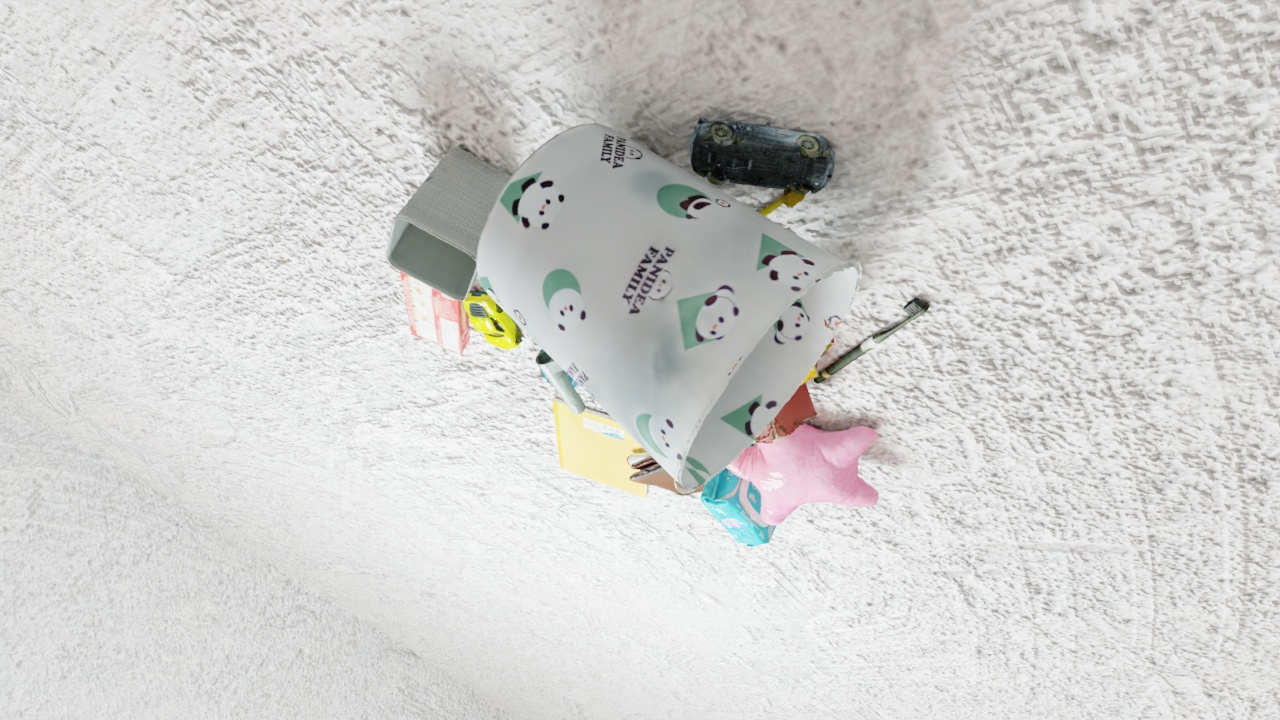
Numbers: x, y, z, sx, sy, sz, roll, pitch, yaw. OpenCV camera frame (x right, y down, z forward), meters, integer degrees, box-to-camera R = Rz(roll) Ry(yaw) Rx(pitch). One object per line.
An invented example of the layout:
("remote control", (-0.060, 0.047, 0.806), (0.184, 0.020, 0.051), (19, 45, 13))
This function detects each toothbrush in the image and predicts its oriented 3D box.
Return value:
("toothbrush", (0.227, -0.017, 0.927), (0.017, 0.012, 0.186), (35, 147, -6))
("toothbrush", (0.092, -0.118, 0.859), (0.015, 0.016, 0.191), (35, 147, -17))

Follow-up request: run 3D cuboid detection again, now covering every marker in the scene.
("marker", (0.040, 0.127, 1.244), (0.146, 0.017, 0.017), (-13, 133, 38))

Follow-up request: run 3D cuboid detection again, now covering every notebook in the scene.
("notebook", (-0.055, 0.131, 1.331), (0.146, 0.010, 0.207), (17, 148, 11))

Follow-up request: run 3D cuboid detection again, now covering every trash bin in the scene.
("trash bin", (0.014, -0.057, 0.772), (0.252, 0.229, 0.230), (39, 153, 19))

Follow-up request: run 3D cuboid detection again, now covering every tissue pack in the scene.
("tissue pack", (0.135, 0.173, 1.191), (0.050, 0.093, 0.133), (-2, 141, 42))

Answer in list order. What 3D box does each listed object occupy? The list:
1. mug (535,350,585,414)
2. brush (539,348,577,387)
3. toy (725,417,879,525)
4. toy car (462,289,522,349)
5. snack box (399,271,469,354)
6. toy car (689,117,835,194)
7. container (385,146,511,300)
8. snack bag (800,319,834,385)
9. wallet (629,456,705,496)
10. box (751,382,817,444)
("mug", (-0.038, 0.012, 1.009), (0.124, 0.083, 0.103), (-17, 138, 11))
("brush", (-0.083, -0.009, 1.076), (0.055, 0.073, 0.144), (61, 152, 18))
("toy", (0.193, 0.116, 1.089), (0.195, 0.074, 0.178), (-19, 114, 32))
("toy car", (-0.184, -0.045, 1.135), (0.048, 0.032, 0.105), (6, 146, 26))
("snack box", (-0.256, -0.069, 1.152), (0.075, 0.025, 0.153), (21, 148, 6))
("toy car", (0.101, -0.171, 0.760), (0.120, 0.036, 0.054), (10, 147, 4))
("container", (-0.183, -0.139, 0.916), (0.090, 0.114, 0.090), (29, 148, -7))
("snack bag", (0.098, -0.003, 0.940), (0.073, 0.128, 0.208), (9, 157, -38))
("wallet", (0.062, 0.153, 1.241), (0.124, 0.032, 0.101), (20, 151, -33))
("box", (0.106, 0.064, 1.028), (0.169, 0.091, 0.078), (-12, 99, 43))
